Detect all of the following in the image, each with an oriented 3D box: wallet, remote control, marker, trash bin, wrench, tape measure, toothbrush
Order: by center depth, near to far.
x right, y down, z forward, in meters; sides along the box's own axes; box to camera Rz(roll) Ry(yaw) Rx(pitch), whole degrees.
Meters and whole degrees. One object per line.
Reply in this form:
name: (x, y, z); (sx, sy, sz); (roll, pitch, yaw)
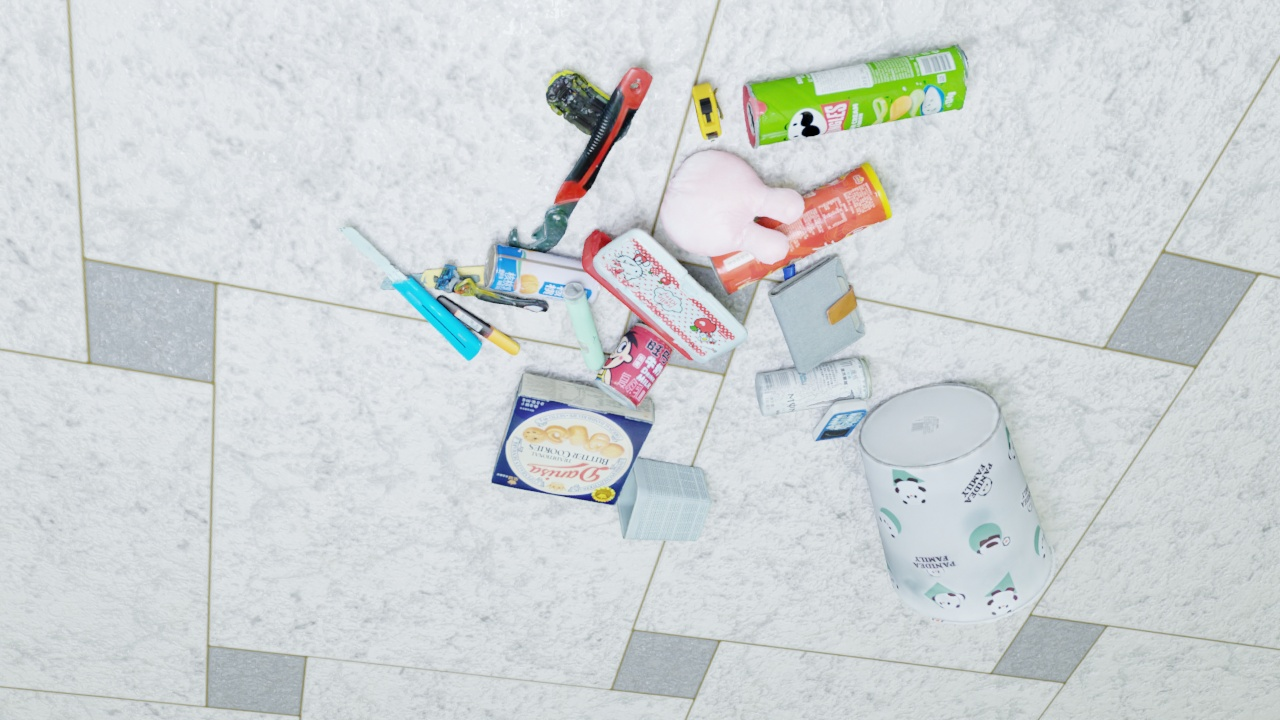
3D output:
tape measure: (0.075, -0.276, 1.010); (0.029, 0.060, 0.057); (-13, 116, 5)
wrench: (-0.068, -0.215, 1.040); (0.056, 0.016, 0.274); (20, 127, -30)
toothbrush: (-0.062, -0.015, 1.148); (0.026, 0.027, 0.225); (25, 151, 26)
marker: (-0.204, -0.045, 1.159); (0.124, 0.015, 0.018); (35, 119, -20)
wallet: (0.227, -0.057, 1.161); (0.106, 0.037, 0.130); (-30, 124, -4)
marker: (0.199, -0.059, 1.182); (0.017, 0.016, 0.146); (-12, 122, 3)
remote control: (0.268, 0.081, 1.235); (0.049, 0.024, 0.125); (-7, 158, -5)
trash bin: (0.418, 0.184, 1.241); (0.230, 0.229, 0.252); (-20, 116, 7)

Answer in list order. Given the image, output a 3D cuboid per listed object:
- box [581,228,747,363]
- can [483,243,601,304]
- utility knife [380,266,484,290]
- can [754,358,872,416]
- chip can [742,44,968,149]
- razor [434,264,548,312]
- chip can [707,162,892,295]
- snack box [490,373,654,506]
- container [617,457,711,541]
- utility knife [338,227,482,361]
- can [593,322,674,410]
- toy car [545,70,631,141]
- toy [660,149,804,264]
box: (0.032, -0.087, 1.091); (0.100, 0.110, 0.201); (-37, 118, 26)
can: (-0.116, -0.101, 1.096); (0.134, 0.053, 0.053); (9, 121, -22)
utility knife: (-0.218, -0.101, 1.125); (0.201, 0.021, 0.031); (-1, 122, 2)
can: (0.228, 0.035, 1.219); (0.147, 0.058, 0.058); (-9, 122, 1)
chip can: (0.234, -0.290, 1.008); (0.236, 0.072, 0.072); (-11, 122, 1)
razor: (-0.178, -0.079, 1.123); (0.142, 0.022, 0.043); (15, 137, -25)
chip can: (0.185, -0.153, 1.089); (0.217, 0.073, 0.073); (-26, 121, 11)
snack box: (-0.093, 0.111, 1.231); (0.178, 0.045, 0.183); (12, 130, -12)
container: (0.034, 0.197, 1.288); (0.111, 0.090, 0.090); (7, 121, -13)
utility knife: (-0.276, -0.081, 1.115); (0.034, 0.018, 0.234); (-23, 126, 28)
can: (-0.007, 0.007, 1.157); (0.066, 0.066, 0.093); (39, 80, -25)
toy car: (-0.057, -0.280, 1.013); (0.105, 0.032, 0.048); (29, 121, -34)
toy: (0.103, -0.171, 1.051); (0.159, 0.054, 0.121); (24, 100, 14)
